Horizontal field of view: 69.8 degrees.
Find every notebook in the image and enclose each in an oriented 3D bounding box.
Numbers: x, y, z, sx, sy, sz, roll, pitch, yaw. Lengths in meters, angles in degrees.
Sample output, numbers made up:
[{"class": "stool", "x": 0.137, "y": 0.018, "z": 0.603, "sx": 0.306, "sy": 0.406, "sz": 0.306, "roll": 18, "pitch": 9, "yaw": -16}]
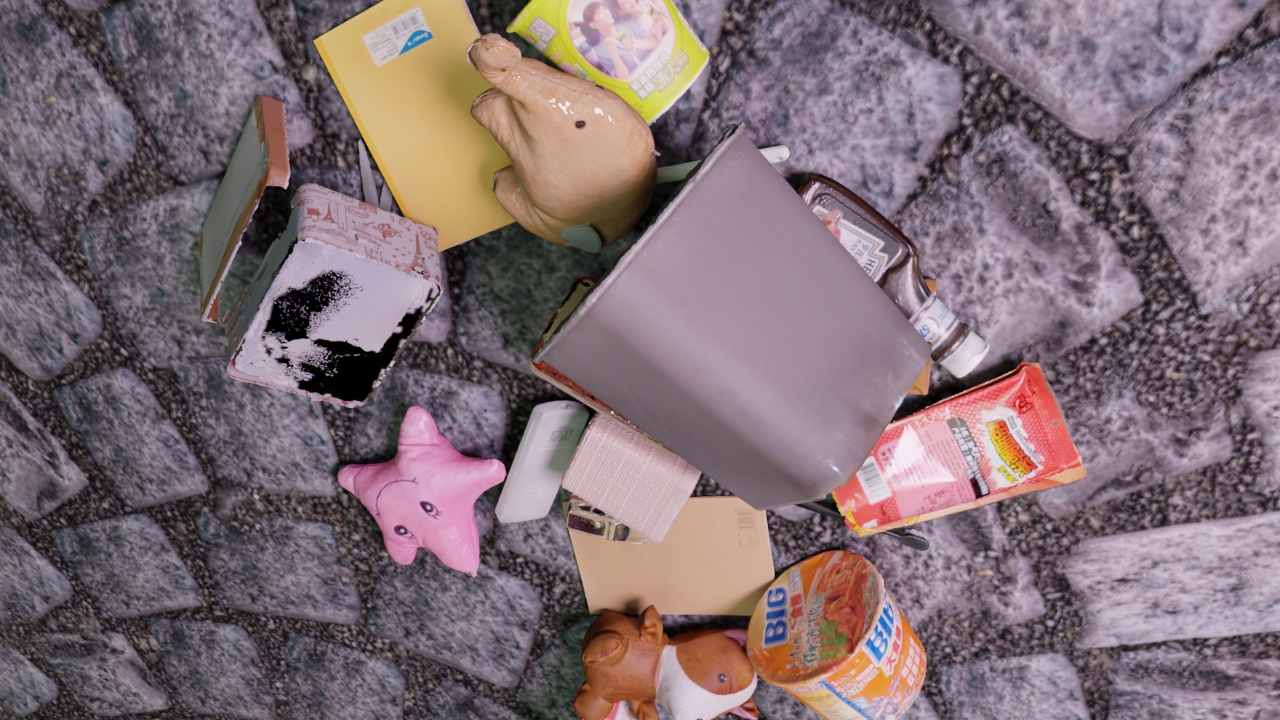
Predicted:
[{"class": "notebook", "x": 0.033, "y": 0.206, "z": 0.957, "sx": 0.212, "sy": 0.012, "sz": 0.150, "roll": -4, "pitch": 115, "yaw": 16}, {"class": "notebook", "x": -0.174, "y": -0.203, "z": 0.781, "sx": 0.146, "sy": 0.010, "sz": 0.206, "roll": -17, "pitch": 109, "yaw": 24}]

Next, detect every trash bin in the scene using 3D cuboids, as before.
[{"class": "trash bin", "x": 0.072, "y": -0.019, "z": 0.690, "sx": 0.220, "sy": 0.198, "sz": 0.199, "roll": 40, "pitch": 157, "yaw": -6}]

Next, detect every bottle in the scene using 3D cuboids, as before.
[{"class": "bottle", "x": 0.191, "y": -0.063, "z": 0.732, "sx": 0.195, "sy": 0.044, "sz": 0.080, "roll": 42, "pitch": 112, "yaw": 4}]

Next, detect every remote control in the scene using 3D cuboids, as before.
[{"class": "remote control", "x": -0.099, "y": 0.102, "z": 0.912, "sx": 0.058, "sy": 0.021, "sz": 0.150, "roll": -1, "pitch": 128, "yaw": -37}]

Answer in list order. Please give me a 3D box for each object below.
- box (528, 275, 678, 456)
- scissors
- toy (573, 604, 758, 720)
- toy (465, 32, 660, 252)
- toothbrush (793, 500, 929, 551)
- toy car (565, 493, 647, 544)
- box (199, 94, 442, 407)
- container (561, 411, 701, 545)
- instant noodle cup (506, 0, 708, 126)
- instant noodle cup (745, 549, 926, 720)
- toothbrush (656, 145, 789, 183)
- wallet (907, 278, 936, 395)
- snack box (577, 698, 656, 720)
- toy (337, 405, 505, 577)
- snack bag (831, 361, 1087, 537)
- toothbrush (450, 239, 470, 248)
[{"class": "box", "x": -0.005, "y": 0.004, "z": 0.800, "sx": 0.168, "sy": 0.091, "sz": 0.077, "roll": 31, "pitch": 153, "yaw": -4}, {"class": "scissors", "x": -0.239, "y": -0.111, "z": 0.855, "sx": 0.164, "sy": 0.014, "sz": 0.165, "roll": -36, "pitch": 103, "yaw": 24}, {"class": "toy", "x": 0.034, "y": 0.329, "z": 0.964, "sx": 0.199, "sy": 0.130, "sz": 0.140, "roll": 6, "pitch": 121, "yaw": -5}, {"class": "toy", "x": -0.055, "y": -0.162, "z": 0.670, "sx": 0.143, "sy": 0.082, "sz": 0.226, "roll": 4, "pitch": 156, "yaw": 6}, {"class": "toothbrush", "x": 0.190, "y": 0.146, "z": 0.886, "sx": 0.181, "sy": 0.018, "sz": 0.016, "roll": 18, "pitch": 121, "yaw": 6}, {"class": "toy car", "x": -0.031, "y": 0.162, "z": 0.927, "sx": 0.090, "sy": 0.035, "sz": 0.042, "roll": 12, "pitch": 118, "yaw": 5}, {"class": "box", "x": -0.289, "y": -0.090, "z": 0.827, "sx": 0.157, "sy": 0.205, "sz": 0.181, "roll": 14, "pitch": 128, "yaw": -37}, {"class": "container", "x": -0.005, "y": 0.097, "z": 0.866, "sx": 0.111, "sy": 0.089, "sz": 0.090, "roll": 28, "pitch": 121, "yaw": 2}, {"class": "instant noodle cup", "x": -0.017, "y": -0.241, "z": 0.681, "sx": 0.112, "sy": 0.111, "sz": 0.123, "roll": -37, "pitch": 112, "yaw": 27}, {"class": "instant noodle cup", "x": 0.195, "y": 0.276, "z": 0.884, "sx": 0.152, "sy": 0.151, "sz": 0.111, "roll": -31, "pitch": 115, "yaw": 26}, {"class": "toothbrush", "x": 0.029, "y": -0.153, "z": 0.762, "sx": 0.190, "sy": 0.020, "sz": 0.029, "roll": -9, "pitch": 156, "yaw": 17}, {"class": "wallet", "x": 0.183, "y": -0.021, "z": 0.790, "sx": 0.132, "sy": 0.031, "sz": 0.108, "roll": 3, "pitch": 117, "yaw": 14}, {"class": "snack box", "x": -0.031, "y": 0.399, "z": 0.994, "sx": 0.075, "sy": 0.152, "sz": 0.026, "roll": 26, "pitch": 123, "yaw": -1}, {"class": "toy", "x": -0.213, "y": 0.143, "z": 0.943, "sx": 0.195, "sy": 0.074, "sz": 0.178, "roll": -35, "pitch": 92, "yaw": 28}, {"class": "snack bag", "x": 0.270, "y": 0.088, "z": 0.811, "sx": 0.208, "sy": 0.073, "sz": 0.128, "roll": -24, "pitch": 114, "yaw": 18}, {"class": "toothbrush", "x": -0.100, "y": -0.140, "z": 0.803, "sx": 0.189, "sy": 0.016, "sz": 0.014, "roll": -24, "pitch": 100, "yaw": 25}]
